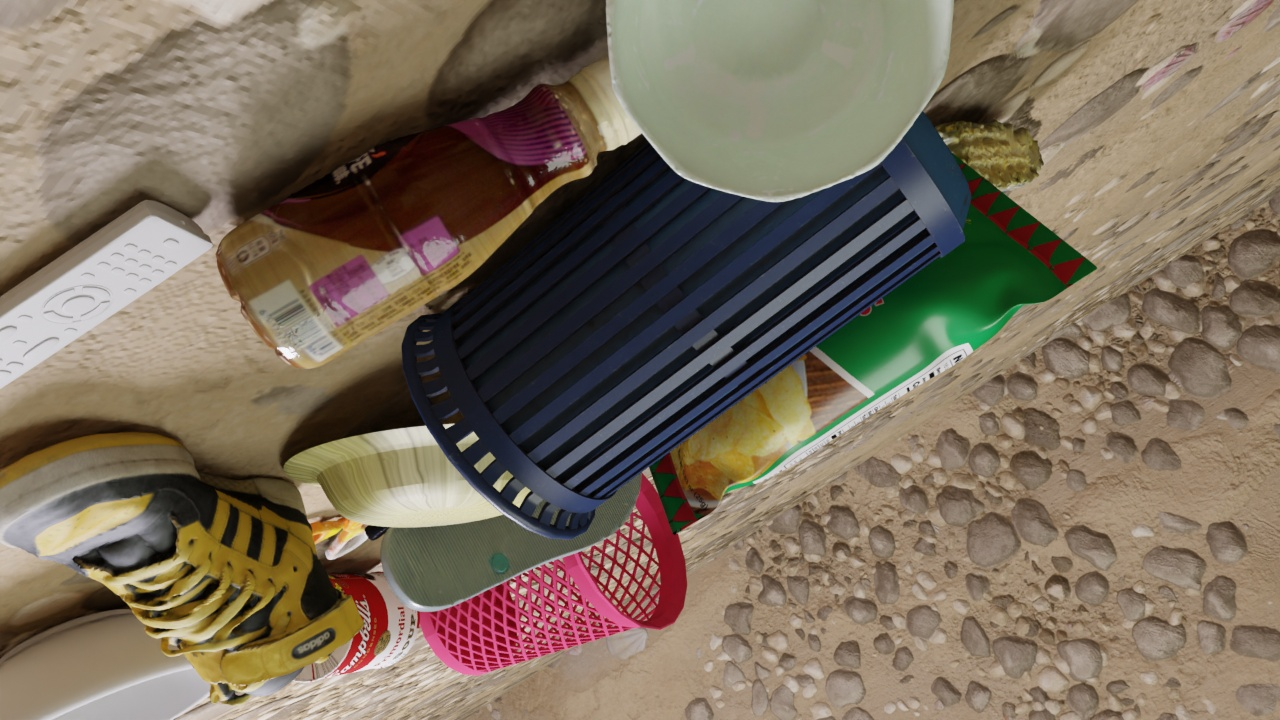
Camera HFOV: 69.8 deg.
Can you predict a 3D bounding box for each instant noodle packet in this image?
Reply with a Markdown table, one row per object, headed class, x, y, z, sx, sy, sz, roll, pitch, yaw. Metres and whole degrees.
| class | x | y | z | sx | sy | sz | roll | pitch | yaw |
| --- | --- | --- | --- | --- | --- | --- | --- | --- | --- |
| instant noodle packet | 0.099 | -0.032 | 0.548 | 0.253 | 0.195 | 0.090 | -34 | 127 | 10 |

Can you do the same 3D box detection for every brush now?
| class | x | y | z | sx | sy | sz | roll | pitch | yaw |
| --- | --- | --- | --- | --- | --- | --- | --- | --- | --- |
| brush | 0.227 | -0.136 | 0.657 | 0.135 | 0.055 | 0.076 | -14 | 178 | -43 |

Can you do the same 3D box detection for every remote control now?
| class | x | y | z | sx | sy | sz | roll | pitch | yaw |
| --- | --- | --- | --- | --- | --- | --- | --- | --- | --- |
| remote control | -0.215 | -0.015 | 0.324 | 0.131 | 0.012 | 0.033 | -32 | 165 | 4 |

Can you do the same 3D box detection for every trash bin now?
| class | x | y | z | sx | sy | sz | roll | pitch | yaw |
| --- | --- | --- | --- | --- | --- | --- | --- | --- | --- |
| trash bin | 0.023 | -0.039 | 0.446 | 0.250 | 0.139 | 0.139 | -37 | 162 | 15 |

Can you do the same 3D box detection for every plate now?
| class | x | y | z | sx | sy | sz | roll | pitch | yaw |
| --- | --- | --- | --- | --- | --- | --- | --- | --- | --- |
| plate | -0.126 | 0.081 | 0.580 | 0.184 | 0.036 | 0.184 | -7 | 163 | -2 |

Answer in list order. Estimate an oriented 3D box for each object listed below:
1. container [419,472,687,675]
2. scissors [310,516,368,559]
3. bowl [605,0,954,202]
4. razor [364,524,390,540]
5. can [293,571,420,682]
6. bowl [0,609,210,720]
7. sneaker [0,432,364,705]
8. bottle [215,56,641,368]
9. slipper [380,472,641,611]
| class | x | y | z | sx | sy | sz | roll | pitch | yaw |
| --- | --- | --- | --- | --- | --- | --- | --- | --- | --- |
| container | -0.099 | 0.215 | 0.911 | 0.226 | 0.183 | 0.183 | -31 | 164 | 25 |
| scissors | -0.220 | 0.124 | 0.701 | 0.125 | 0.011 | 0.128 | -26 | 163 | -23 |
| bowl | 0.046 | -0.122 | 0.330 | 0.118 | 0.117 | 0.061 | -36 | -161 | 17 |
| razor | -0.153 | 0.090 | 0.681 | 0.144 | 0.022 | 0.042 | -42 | 159 | 16 |
| can | -0.258 | 0.229 | 0.801 | 0.087 | 0.086 | 0.116 | -33 | 162 | 6 |
| bowl | -0.369 | 0.214 | 0.609 | 0.176 | 0.066 | 0.177 | -28 | 162 | -10 |
| sneaker | -0.231 | 0.118 | 0.481 | 0.086 | 0.122 | 0.238 | -32 | 164 | -1 |
| bottle | -0.073 | -0.062 | 0.350 | 0.166 | 0.059 | 0.060 | -32 | 163 | -5 |
| slipper | -0.094 | 0.128 | 0.738 | 0.267 | 0.098 | 0.055 | -26 | 173 | -48 |
